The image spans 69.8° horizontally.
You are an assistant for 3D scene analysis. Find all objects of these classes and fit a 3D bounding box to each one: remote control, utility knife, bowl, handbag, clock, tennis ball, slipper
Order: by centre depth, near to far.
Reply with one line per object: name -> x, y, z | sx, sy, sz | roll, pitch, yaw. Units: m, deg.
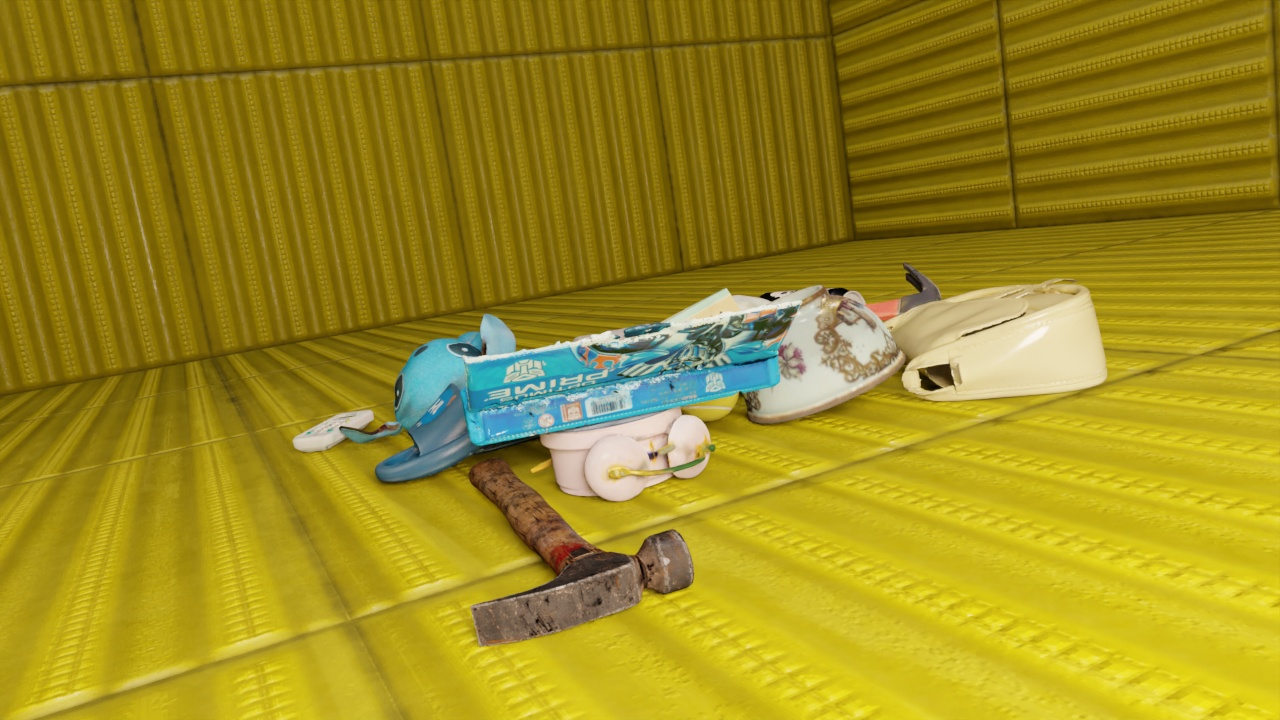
clock -> -0.011, 0.069, 0.734 | 0.116, 0.059, 0.158 | -15, 11, -33
slipper -> -0.159, 0.049, 0.867 | 0.213, 0.059, 0.104 | -33, 15, -10
bowl -> 0.160, -0.016, 0.877 | 0.160, 0.094, 0.160 | -24, 8, 3
tennis ball -> 0.065, 0.028, 0.904 | 0.065, 0.065, 0.065 | -8, 9, 1
handbag -> 0.334, -0.023, 0.912 | 0.191, 0.088, 0.232 | -11, 9, 3
utility knife -> -0.114, 0.074, 0.945 | 0.174, 0.020, 0.029 | -16, 10, -37
remote control -> -0.366, 0.085, 1.102 | 0.050, 0.022, 0.133 | -8, 8, 7

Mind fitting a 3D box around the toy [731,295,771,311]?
toy -> 0.132, -0.018, 1.067 | 0.139, 0.101, 0.179 | 17, 0, 20

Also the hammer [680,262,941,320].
hammer -> 0.206, -0.057, 1.153 | 0.334, 0.033, 0.132 | -3, 50, 21

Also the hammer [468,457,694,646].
hammer -> -0.082, 0.110, 0.631 | 0.119, 0.033, 0.331 | -13, 9, -19

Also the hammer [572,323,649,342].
hammer -> -0.093, 0.006, 1.125 | 0.124, 0.029, 0.312 | -12, -5, -35

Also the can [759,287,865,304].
can -> 0.226, -0.056, 1.243 | 0.146, 0.080, 0.080 | 0, 12, 45

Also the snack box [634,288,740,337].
snack box -> -0.005, 0.005, 0.901 | 0.141, 0.044, 0.194 | -29, -3, -37

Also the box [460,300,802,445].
box -> -0.010, 0.016, 0.689 | 0.243, 0.060, 0.176 | -11, -7, -12

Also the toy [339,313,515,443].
toy -> -0.242, 0.032, 1.094 | 0.224, 0.099, 0.191 | -39, 7, -2
